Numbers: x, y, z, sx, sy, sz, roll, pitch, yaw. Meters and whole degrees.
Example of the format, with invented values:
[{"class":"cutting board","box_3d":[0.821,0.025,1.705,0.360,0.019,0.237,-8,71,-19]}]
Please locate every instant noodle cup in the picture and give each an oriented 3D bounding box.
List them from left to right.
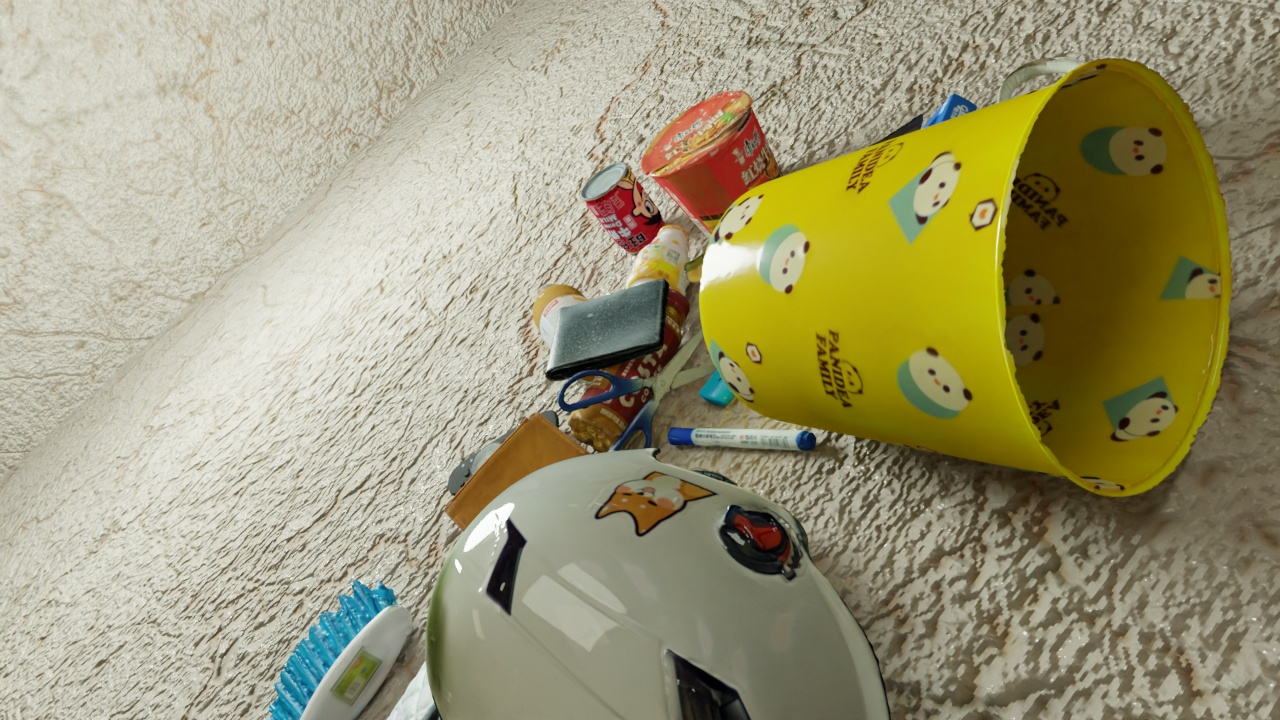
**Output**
[{"class":"instant noodle cup","box_3d":[0.085,-0.208,1.002,0.138,0.108,0.137,-27,33,20]}]

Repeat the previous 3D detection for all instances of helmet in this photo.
[{"class":"helmet","box_3d":[-0.021,0.168,0.492,0.274,0.156,0.230,38,115,42]}]

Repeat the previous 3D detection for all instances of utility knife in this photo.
[{"class":"utility knife","box_3d":[0.131,-0.057,0.792,0.238,0.018,0.034,-53,31,5]}]

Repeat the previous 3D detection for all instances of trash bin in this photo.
[{"class":"trash bin","box_3d":[0.187,-0.043,0.584,0.256,0.229,0.229,0,49,55]}]

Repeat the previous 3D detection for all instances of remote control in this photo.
[{"class":"remote control","box_3d":[-0.135,0.098,0.928,0.136,0.024,0.053,-32,38,11]}]

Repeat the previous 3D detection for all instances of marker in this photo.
[{"class":"marker","box_3d":[0.079,0.063,0.748,0.146,0.017,0.016,-3,46,46]}]

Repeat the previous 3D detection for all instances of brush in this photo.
[{"class":"brush","box_3d":[-0.297,0.335,0.776,0.110,0.060,0.313,11,60,49]}]

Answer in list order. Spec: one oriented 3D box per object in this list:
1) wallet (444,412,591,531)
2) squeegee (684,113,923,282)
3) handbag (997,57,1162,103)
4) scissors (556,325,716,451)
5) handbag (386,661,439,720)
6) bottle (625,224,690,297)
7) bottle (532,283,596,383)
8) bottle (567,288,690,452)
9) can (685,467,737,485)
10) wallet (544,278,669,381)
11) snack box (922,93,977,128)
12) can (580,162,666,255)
[{"class":"wallet","box_3d":[-0.118,0.114,0.859,0.130,0.035,0.119,-47,45,-11]},{"class":"squeegee","box_3d":[0.114,-0.093,0.817,0.247,0.040,0.250,-34,-3,-17]},{"class":"handbag","box_3d":[0.332,-0.179,0.734,0.164,0.063,0.178,-5,50,46]},{"class":"scissors","box_3d":[0.004,0.026,0.810,0.012,0.164,0.162,-177,104,-76]},{"class":"handbag","box_3d":[-0.113,0.231,0.675,0.134,0.075,0.193,-16,35,55]},{"class":"bottle","box_3d":[0.024,-0.098,0.971,0.063,0.063,0.108,-17,37,33]},{"class":"bottle","box_3d":[-0.075,-0.038,0.996,0.068,0.068,0.189,-40,30,-1]},{"class":"bottle","box_3d":[-0.005,0.005,0.875,0.058,0.057,0.174,-4,45,44]},{"class":"can","box_3d":[0.036,0.138,0.640,0.075,0.075,0.111,-23,34,26]},{"class":"wallet","box_3d":[-0.031,-0.031,0.870,0.121,0.019,0.097,-15,40,20]},{"class":"snack box","box_3d":[0.219,-0.144,0.775,0.084,0.026,0.157,-61,3,-31]},{"class":"can","box_3d":[-0.019,-0.179,1.093,0.067,0.094,0.066,-27,33,19]}]
